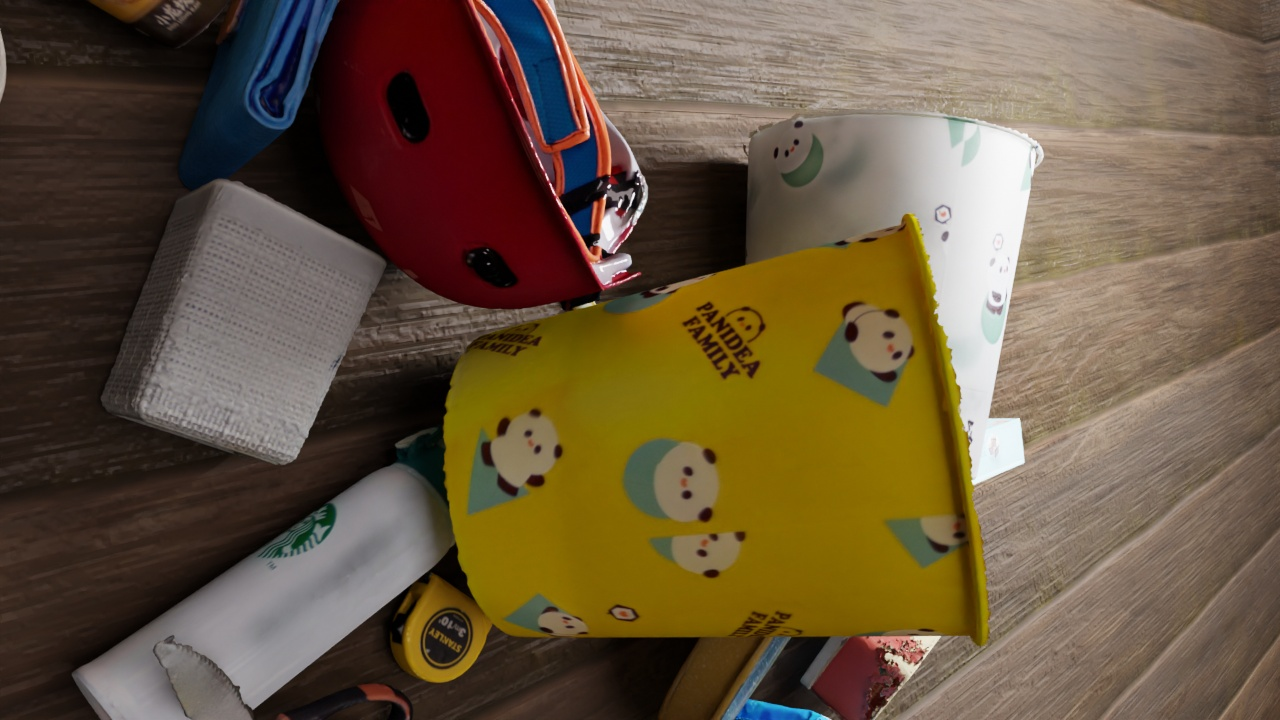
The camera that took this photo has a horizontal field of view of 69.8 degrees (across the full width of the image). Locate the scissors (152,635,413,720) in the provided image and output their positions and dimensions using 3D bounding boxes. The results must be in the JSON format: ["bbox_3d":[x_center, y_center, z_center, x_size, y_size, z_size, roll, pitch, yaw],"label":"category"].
[{"bbox_3d":[-0.183,0.197,0.450,0.188,0.015,0.227,-25,132,-52],"label":"scissors"}]

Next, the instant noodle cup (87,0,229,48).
[{"bbox_3d":[-0.241,-0.216,0.417,0.114,0.119,0.118,34,65,-44],"label":"instant noodle cup"}]

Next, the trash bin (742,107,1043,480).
[{"bbox_3d":[0.184,-0.042,0.729,0.229,0.230,0.252,7,89,-42],"label":"trash bin"}]

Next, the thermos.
[{"bbox_3d":[-0.172,0.115,0.488,0.223,0.073,0.073,-37,112,-38],"label":"thermos"}]

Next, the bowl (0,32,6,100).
[{"bbox_3d":[-0.325,-0.122,0.365,0.113,0.062,0.113,2,87,-43],"label":"bowl"}]

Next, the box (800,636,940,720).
[{"bbox_3d":[0.220,0.245,0.789,0.168,0.080,0.091,-14,136,-54],"label":"box"}]

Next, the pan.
[{"bbox_3d":[0.133,0.195,0.724,0.198,0.078,0.356,-62,160,18],"label":"pan"}]

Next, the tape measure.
[{"bbox_3d":[-0.124,0.164,0.555,0.060,0.029,0.057,45,58,-31],"label":"tape measure"}]

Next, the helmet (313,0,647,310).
[{"bbox_3d":[-0.096,-0.115,0.491,0.239,0.144,0.207,-86,153,-61],"label":"helmet"}]

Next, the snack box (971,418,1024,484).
[{"bbox_3d":[0.315,0.095,0.930,0.174,0.074,0.051,-9,93,-43],"label":"snack box"}]

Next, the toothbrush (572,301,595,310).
[{"bbox_3d":[-0.004,0.004,0.681,0.191,0.018,0.016,52,54,-27],"label":"toothbrush"}]

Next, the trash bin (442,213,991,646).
[{"bbox_3d":[0.043,0.053,0.523,0.229,0.255,0.229,-8,89,-76],"label":"trash bin"}]

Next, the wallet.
[{"bbox_3d":[-0.186,-0.144,0.446,0.040,0.133,0.106,23,73,-35],"label":"wallet"}]

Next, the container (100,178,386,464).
[{"bbox_3d":[-0.200,-0.014,0.458,0.090,0.090,0.114,28,72,-37],"label":"container"}]

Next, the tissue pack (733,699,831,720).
[{"bbox_3d":[0.139,0.322,0.743,0.157,0.095,0.052,44,56,-32],"label":"tissue pack"}]
